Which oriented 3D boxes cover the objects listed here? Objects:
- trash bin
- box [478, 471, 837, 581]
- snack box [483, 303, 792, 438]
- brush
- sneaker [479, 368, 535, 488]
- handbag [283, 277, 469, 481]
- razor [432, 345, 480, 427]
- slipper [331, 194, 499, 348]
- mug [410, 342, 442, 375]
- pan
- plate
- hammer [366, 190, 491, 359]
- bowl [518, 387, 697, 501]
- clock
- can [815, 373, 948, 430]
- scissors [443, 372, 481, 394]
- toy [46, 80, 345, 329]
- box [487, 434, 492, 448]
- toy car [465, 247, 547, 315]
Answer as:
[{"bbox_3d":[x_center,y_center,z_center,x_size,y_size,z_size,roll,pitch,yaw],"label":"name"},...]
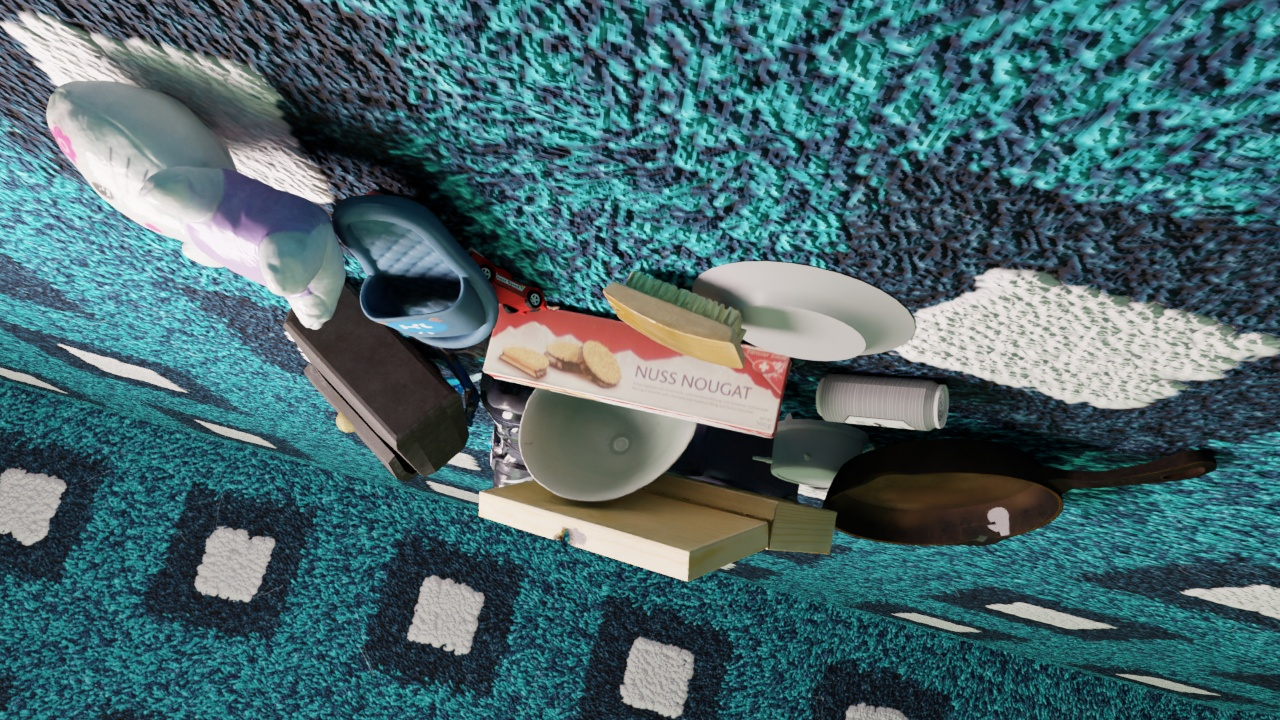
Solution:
[{"bbox_3d":[0.105,0.121,1.078,0.160,0.092,0.094,26,160,-28],"label":"trash bin"},{"bbox_3d":[0.021,0.146,0.886,0.247,0.076,0.256,7,-174,39],"label":"box"},{"bbox_3d":[-0.005,0.005,0.833,0.273,0.076,0.044,12,173,12],"label":"snack box"},{"bbox_3d":[0.030,-0.033,0.710,0.117,0.039,0.049,25,165,25],"label":"brush"},{"bbox_3d":[-0.134,0.091,1.028,0.097,0.150,0.252,11,176,4],"label":"sneaker"},{"bbox_3d":[-0.279,0.040,0.977,0.197,0.102,0.200,43,162,17],"label":"handbag"},{"bbox_3d":[-0.187,0.015,0.942,0.018,0.043,0.141,2,144,12],"label":"razor"},{"bbox_3d":[-0.174,-0.058,0.725,0.104,0.059,0.214,2,155,7],"label":"slipper"},{"bbox_3d":[-0.308,0.023,1.119,0.111,0.084,0.081,-12,157,6],"label":"mug"},{"bbox_3d":[0.347,0.117,0.883,0.357,0.043,0.248,-18,146,36],"label":"pan"},{"bbox_3d":[0.123,-0.029,0.713,0.173,0.019,0.173,14,163,4],"label":"plate"},{"bbox_3d":[-0.204,-0.069,0.848,0.126,0.036,0.316,16,162,6],"label":"hammer"},{"bbox_3d":[-0.025,0.072,0.887,0.174,0.173,0.068,9,149,21],"label":"bowl"},{"bbox_3d":[0.209,0.107,1.012,0.159,0.061,0.120,21,159,-32],"label":"clock"},{"bbox_3d":[0.210,0.036,0.801,0.107,0.044,0.044,4,160,33],"label":"can"},{"bbox_3d":[-0.199,0.023,1.090,0.134,0.016,0.073,-17,150,7],"label":"scissors"},{"bbox_3d":[-0.300,-0.113,0.638,0.209,0.085,0.138,35,167,3],"label":"toy"},{"bbox_3d":[-0.055,0.088,1.191,0.244,0.075,0.166,7,-164,25],"label":"box"},{"bbox_3d":[-0.123,-0.066,0.797,0.038,0.025,0.089,-7,154,45],"label":"toy car"}]
